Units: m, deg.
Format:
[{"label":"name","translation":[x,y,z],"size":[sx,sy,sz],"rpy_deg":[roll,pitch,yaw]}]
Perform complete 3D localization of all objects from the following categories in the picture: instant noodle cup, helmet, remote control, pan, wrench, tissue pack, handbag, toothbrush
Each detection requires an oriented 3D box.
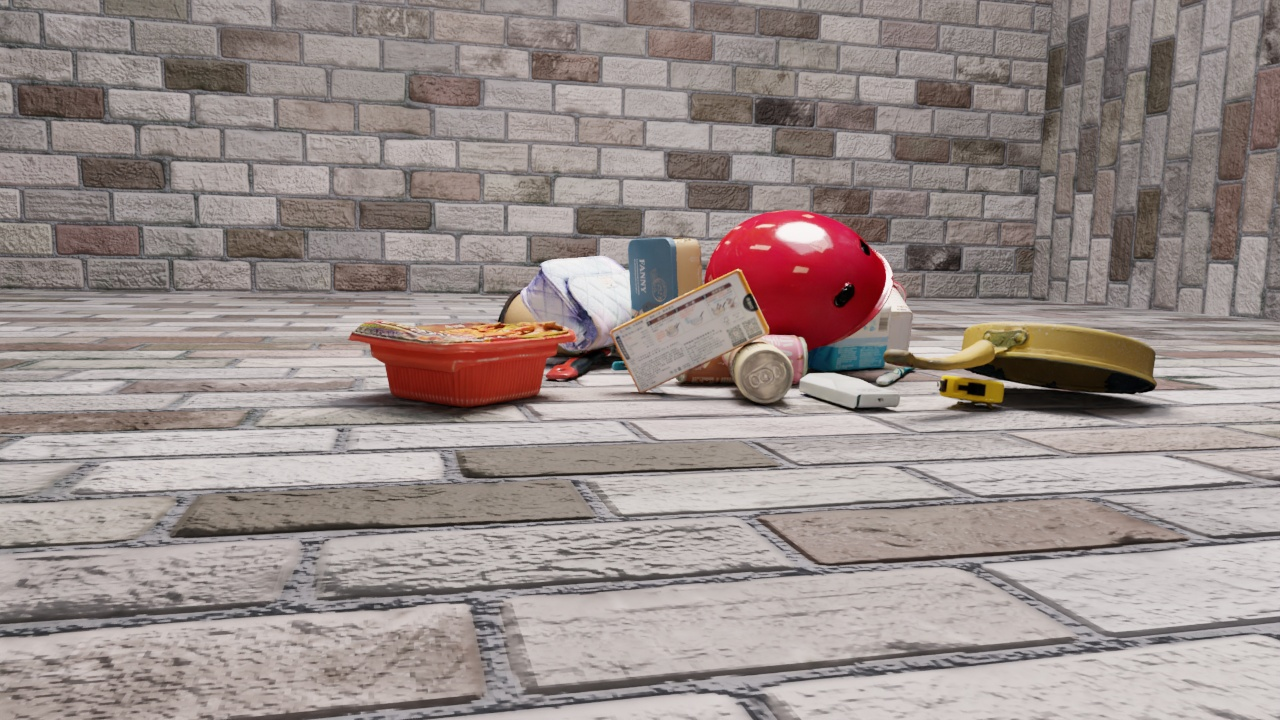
[{"label":"instant noodle cup","translation":[-0.174,-0.002,0.925],"size":[0.165,0.079,0.188],"rpy_deg":[6,10,34]},{"label":"helmet","translation":[0.178,-0.106,1.147],"size":[0.241,0.206,0.144],"rpy_deg":[-9,-44,49]},{"label":"remote control","translation":[0.213,0.031,0.950],"size":[0.049,0.024,0.125],"rpy_deg":[-2,8,-19]},{"label":"pan","translation":[0.379,0.000,0.946],"size":[0.356,0.078,0.198],"rpy_deg":[14,-7,-33]},{"label":"instant noodle cup","translation":[0.354,-0.056,1.392],"size":[0.116,0.117,0.124],"rpy_deg":[1,19,-2]},{"label":"wrench","translation":[-0.060,-0.004,1.182],"size":[0.056,0.016,0.272],"rpy_deg":[1,10,18]},{"label":"tissue pack","translation":[0.275,-0.034,1.229],"size":[0.139,0.090,0.063],"rpy_deg":[-4,13,-37]},{"label":"handbag","translation":[-0.059,-0.077,1.231],"size":[0.134,0.076,0.193],"rpy_deg":[49,29,14]},{"label":"toothbrush","translation":[0.322,0.013,1.148],"size":[0.016,0.018,0.191],"rpy_deg":[5,8,27]}]

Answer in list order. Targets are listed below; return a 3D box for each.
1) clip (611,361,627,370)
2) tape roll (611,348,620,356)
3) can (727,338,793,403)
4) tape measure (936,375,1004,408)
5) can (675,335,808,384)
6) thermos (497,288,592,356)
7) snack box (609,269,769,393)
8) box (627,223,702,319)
[{"label":"clip","translation":[-0.007,0.007,1.160],"size":[0.033,0.013,0.053],"rpy_deg":[9,10,42]},{"label":"tape roll","translation":[-0.001,-0.015,1.346],"size":[0.086,0.014,0.085],"rpy_deg":[1,7,0]},{"label":"can","translation":[0.125,0.009,0.968],"size":[0.058,0.058,0.116],"rpy_deg":[1,7,0]},{"label":"tape measure","translation":[0.338,0.033,0.932],"size":[0.057,0.029,0.060],"rpy_deg":[7,1,37]},{"label":"can","translation":[0.114,-0.001,1.059],"size":[0.147,0.058,0.058],"rpy_deg":[0,7,-5]},{"label":"thermos","translation":[-0.133,-0.048,1.322],"size":[0.143,0.093,0.092],"rpy_deg":[15,13,28]},{"label":"snack box","translation":[0.051,-0.031,0.968],"size":[0.154,0.075,0.026],"rpy_deg":[-25,5,10]},{"label":"box","translation":[0.034,-0.080,1.179],"size":[0.059,0.184,0.090],"rpy_deg":[-12,10,-39]}]
